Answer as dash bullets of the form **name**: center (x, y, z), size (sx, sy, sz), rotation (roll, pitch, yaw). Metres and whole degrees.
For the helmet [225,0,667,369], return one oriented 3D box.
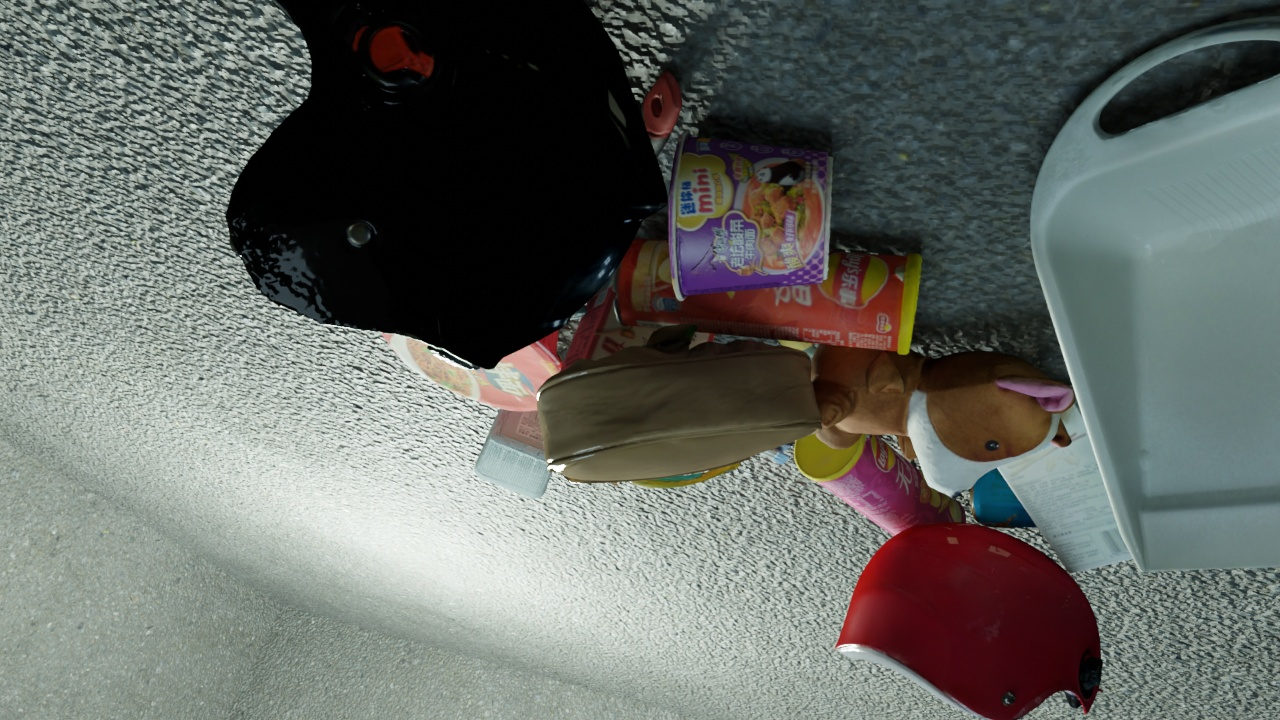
- **helmet**: center (-0.116, -0.130, 0.524), size (0.275, 0.230, 0.233), rotation (67, 169, -18)

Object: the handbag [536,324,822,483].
- **handbag**: center (0.023, 0.034, 0.676), size (0.204, 0.099, 0.148), rotation (-4, 165, -17)

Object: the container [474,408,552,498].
- **container**: center (-0.132, 0.092, 1.061), size (0.090, 0.089, 0.112), rotation (22, 149, -5)

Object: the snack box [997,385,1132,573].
- **snack box**: center (0.355, 0.101, 0.757), size (0.085, 0.026, 0.157), rotation (-29, 101, 40)

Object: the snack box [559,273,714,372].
- **snack box**: center (-0.005, 0.005, 0.787), size (0.113, 0.126, 0.044), rotation (34, 149, -24)

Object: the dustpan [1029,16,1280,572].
- **dustpan**: center (0.317, -0.027, 0.469), size (0.142, 0.257, 0.223), rotation (10, 162, -38)

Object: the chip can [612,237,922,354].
- **chip can**: center (0.091, -0.049, 0.674), size (0.217, 0.073, 0.073), rotation (5, 149, 16)

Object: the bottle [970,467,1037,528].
- **bottle**: center (0.406, 0.122, 0.799), size (0.219, 0.065, 0.065), rotation (0, 146, 32)

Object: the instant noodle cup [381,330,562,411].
- **instant noodle cup**: center (-0.153, -0.026, 0.891), size (0.194, 0.065, 0.194), rotation (14, 151, 8)

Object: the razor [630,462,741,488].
- **razor**: center (0.051, 0.121, 0.995), size (0.132, 0.028, 0.043), rotation (-9, 163, -22)

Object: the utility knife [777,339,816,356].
- **utility knife**: center (0.085, -0.060, 0.730), size (0.031, 0.020, 0.196), rotation (-13, 139, 39)

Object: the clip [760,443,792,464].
- **clip**: center (0.130, 0.089, 0.966), size (0.058, 0.038, 0.026), rotation (21, 154, -6)

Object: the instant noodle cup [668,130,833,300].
- **instant noodle cup**: center (0.074, -0.093, 0.596), size (0.099, 0.111, 0.112), rotation (2, 148, 13)

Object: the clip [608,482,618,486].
- **clip**: center (-0.041, 0.109, 1.012), size (0.035, 0.103, 0.092), rotation (31, 129, -24)

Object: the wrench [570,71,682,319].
- **wrench**: center (-0.023, -0.113, 0.682), size (0.016, 0.056, 0.274), rotation (-10, 157, -25)

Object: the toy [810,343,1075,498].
- **toy**: center (0.224, 0.039, 0.705), size (0.200, 0.130, 0.140), rotation (2, 169, 22)

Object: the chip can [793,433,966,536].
- **chip can**: center (0.234, 0.121, 0.882), size (0.072, 0.071, 0.210), rotation (-10, 146, 43)

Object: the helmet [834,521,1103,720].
- **helmet**: center (0.309, 0.221, 0.829), size (0.239, 0.144, 0.207), rotation (10, 178, -31)
